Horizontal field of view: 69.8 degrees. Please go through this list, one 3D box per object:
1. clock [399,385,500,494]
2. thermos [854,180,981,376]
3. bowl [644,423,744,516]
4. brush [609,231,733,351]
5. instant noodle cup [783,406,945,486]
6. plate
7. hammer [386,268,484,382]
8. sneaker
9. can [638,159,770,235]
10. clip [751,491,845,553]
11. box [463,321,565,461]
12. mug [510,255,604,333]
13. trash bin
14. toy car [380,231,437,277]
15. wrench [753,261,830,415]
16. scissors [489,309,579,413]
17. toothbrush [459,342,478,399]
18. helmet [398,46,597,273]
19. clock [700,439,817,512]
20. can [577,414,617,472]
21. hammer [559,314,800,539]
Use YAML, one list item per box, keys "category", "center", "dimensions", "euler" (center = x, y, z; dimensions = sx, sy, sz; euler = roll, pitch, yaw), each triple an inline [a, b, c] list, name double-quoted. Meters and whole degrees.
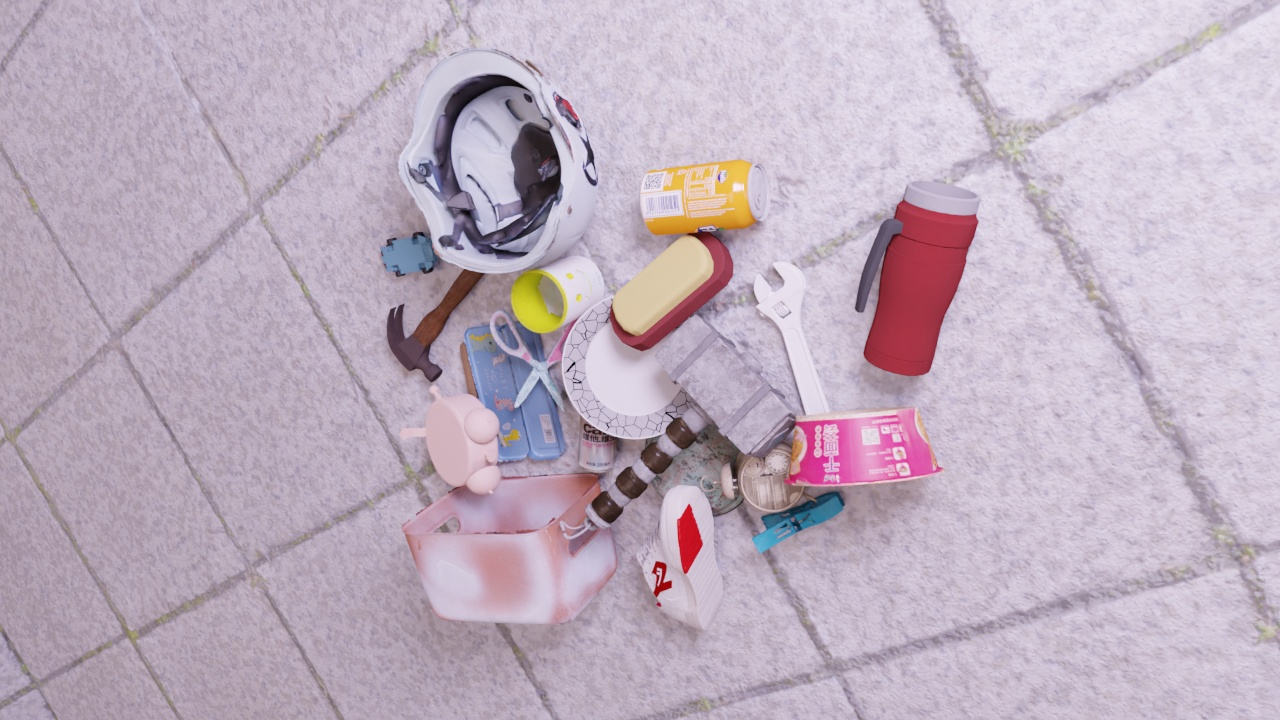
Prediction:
- category: "clock"
  center: [-0.270, 0.119, 1.341]
  dimensions: [0.161, 0.086, 0.131]
  euler: [17, 113, 39]
- category: "thermos"
  center: [0.291, -0.089, 0.994]
  dimensions: [0.108, 0.084, 0.199]
  euler: [3, 115, -13]
- category: "bowl"
  center: [0.069, 0.142, 1.219]
  dimensions: [0.158, 0.038, 0.157]
  euler: [9, 111, 25]
- category: "brush"
  center: [0.031, -0.088, 1.123]
  dimensions: [0.174, 0.041, 0.082]
  euler: [-40, 54, 19]
- category: "instant noodle cup"
  center: [0.249, 0.094, 1.045]
  dimensions: [0.179, 0.178, 0.077]
  euler: [-7, 87, 29]
- category: "plate"
  center: [-0.007, 0.007, 1.193]
  dimensions: [0.188, 0.016, 0.188]
  euler: [0, 92, 5]
- category: "hammer"
  center: [-0.262, -0.100, 1.314]
  dimensions: [0.115, 0.033, 0.324]
  euler: [47, 121, 4]
- category: "sneaker"
  center: [0.039, 0.257, 1.226]
  dimensions: [0.104, 0.090, 0.237]
  euler: [10, 133, 28]
- category: "can"
  center: [0.074, -0.192, 1.081]
  dimensions: [0.143, 0.078, 0.079]
  euler: [-1, 106, 27]
- category: "clip"
  center: [0.204, 0.198, 1.171]
  dimensions: [0.121, 0.103, 0.027]
  euler: [-28, 97, 25]
- category: "box"
  center: [-0.183, 0.045, 1.330]
  dimensions: [0.126, 0.020, 0.209]
  euler: [-5, 104, 30]
- category: "mug"
  center: [-0.106, -0.087, 1.193]
  dimensions: [0.083, 0.106, 0.083]
  euler: [9, 110, 25]
- category: "trash bin"
  center: [-0.178, 0.269, 1.309]
  dimensions: [0.260, 0.181, 0.157]
  euler: [-8, 105, 28]
- category: "toy car"
  center: [-0.332, -0.154, 1.333]
  dimensions: [0.108, 0.027, 0.060]
  euler: [-3, 105, 38]
- category: "wrench"
  center: [0.200, 0.011, 1.122]
  dimensions: [0.066, 0.018, 0.273]
  euler: [-14, 101, 30]
- category: "scissors"
  center: [-0.147, -0.009, 1.273]
  dimensions: [0.173, 0.013, 0.171]
  euler: [34, 112, -2]
- category: "toothbrush"
  center: [-0.248, 0.054, 1.368]
  dimensions: [0.016, 0.016, 0.167]
  euler: [0, 105, 30]
- category: "helmet"
  center: [-0.157, -0.243, 1.135]
  dimensions: [0.237, 0.163, 0.264]
  euler: [-19, 91, 26]
- category: "clock"
  center: [0.145, 0.148, 1.148]
  dimensions: [0.141, 0.054, 0.093]
  euler: [-7, 98, 5]
- category: "can"
  center: [-0.056, 0.083, 1.255]
  dimensions: [0.054, 0.054, 0.136]
  euler: [14, 113, 23]
- category: "hammer"
  center: [0.027, 0.114, 1.129]
  dimensions: [0.326, 0.079, 0.177]
  euler: [-46, 68, 9]
